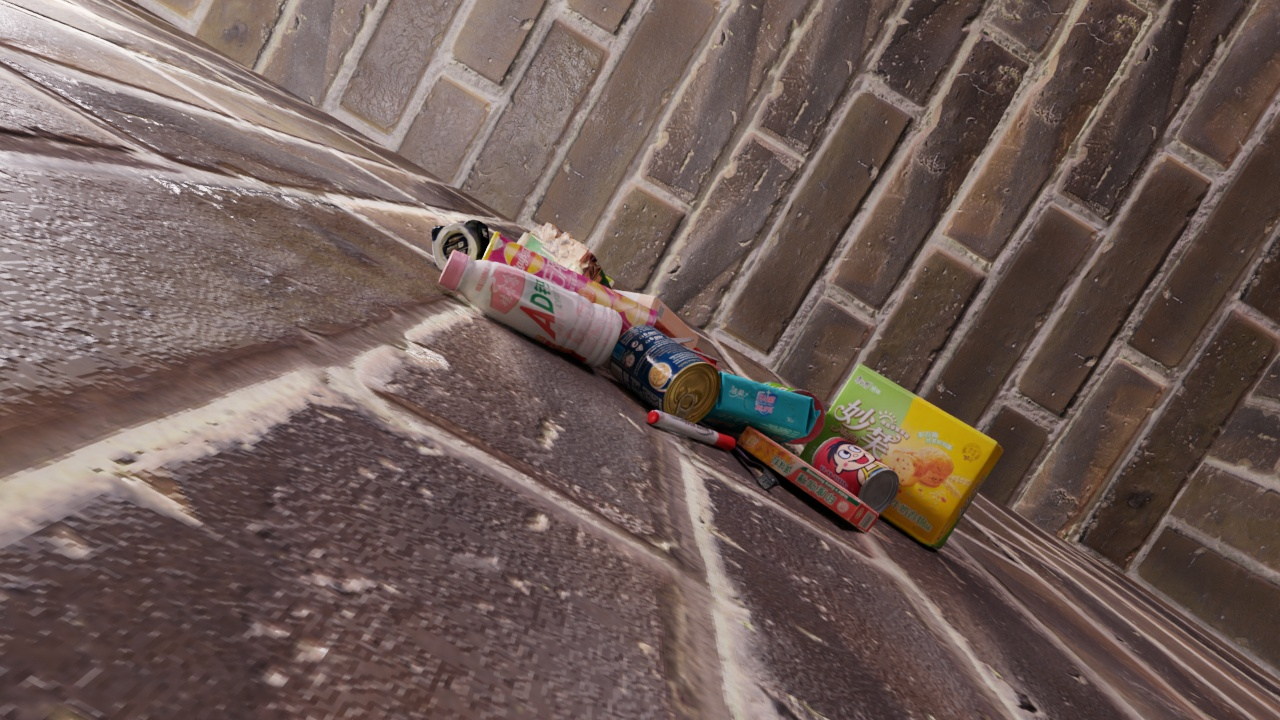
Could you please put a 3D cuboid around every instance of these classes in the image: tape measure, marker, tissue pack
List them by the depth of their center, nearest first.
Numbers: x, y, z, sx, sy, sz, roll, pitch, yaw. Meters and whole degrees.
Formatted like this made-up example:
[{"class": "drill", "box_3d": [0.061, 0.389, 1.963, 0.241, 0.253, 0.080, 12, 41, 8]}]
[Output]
[{"class": "marker", "box_3d": [0.055, 0.073, 0.949, 0.017, 0.017, 0.145, 36, 8, 40]}, {"class": "tissue pack", "box_3d": [0.133, 0.056, 1.057, 0.133, 0.050, 0.093, 17, -15, -9]}, {"class": "tape measure", "box_3d": [-0.214, -0.132, 1.097, 0.066, 0.066, 0.033, -4, -4, 18]}]

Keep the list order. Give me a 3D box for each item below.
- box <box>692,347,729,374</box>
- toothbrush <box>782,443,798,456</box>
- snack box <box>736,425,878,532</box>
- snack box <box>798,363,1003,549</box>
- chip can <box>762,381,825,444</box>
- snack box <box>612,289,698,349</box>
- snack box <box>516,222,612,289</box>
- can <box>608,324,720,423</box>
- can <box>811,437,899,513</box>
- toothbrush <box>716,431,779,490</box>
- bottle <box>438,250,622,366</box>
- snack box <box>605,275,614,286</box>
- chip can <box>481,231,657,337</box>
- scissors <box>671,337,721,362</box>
[{"class": "box", "box_3d": [0.064, 0.022, 1.185, 0.201, 0.039, 0.157, 31, 19, 6]}, {"class": "toothbrush", "box_3d": [0.132, 0.082, 1.233, 0.180, 0.016, 0.016, 32, 4, 13]}, {"class": "snack box", "box_3d": [0.183, 0.129, 1.008, 0.156, 0.027, 0.077, 34, 0, 34]}, {"class": "snack box", "box_3d": [0.337, 0.124, 1.199, 0.210, 0.158, 0.070, 34, 4, 28]}, {"class": "chip can", "box_3d": [0.199, 0.071, 1.295, 0.072, 0.072, 0.236, 30, 1, -2]}, {"class": "snack box", "box_3d": [0.014, -0.055, 1.282, 0.084, 0.026, 0.157, 12, -14, 30]}, {"class": "snack box", "box_3d": [-0.105, -0.094, 1.183, 0.118, 0.117, 0.105, 38, -3, 33]}, {"class": "can", "box_3d": [0.025, 0.014, 1.009, 0.075, 0.075, 0.111, 24, 8, -44]}, {"class": "can", "box_3d": [0.264, 0.142, 1.139, 0.066, 0.066, 0.094, 25, 8, -38]}, {"class": "toothbrush", "box_3d": [0.110, 0.105, 0.989, 0.014, 0.017, 0.189, 38, 1, -17]}, {"class": "bottle", "box_3d": [-0.119, -0.060, 0.991, 0.197, 0.068, 0.068, 25, 8, -14]}, {"class": "snack box", "box_3d": [-0.119, -0.116, 1.328, 0.156, 0.086, 0.026, 34, 8, 27]}, {"class": "chip can", "box_3d": [-0.088, -0.072, 1.068, 0.210, 0.071, 0.071, 25, 7, -12]}, {"class": "scissors", "box_3d": [0.032, -0.026, 1.183, 0.162, 0.012, 0.174, 27, 15, -1]}]
